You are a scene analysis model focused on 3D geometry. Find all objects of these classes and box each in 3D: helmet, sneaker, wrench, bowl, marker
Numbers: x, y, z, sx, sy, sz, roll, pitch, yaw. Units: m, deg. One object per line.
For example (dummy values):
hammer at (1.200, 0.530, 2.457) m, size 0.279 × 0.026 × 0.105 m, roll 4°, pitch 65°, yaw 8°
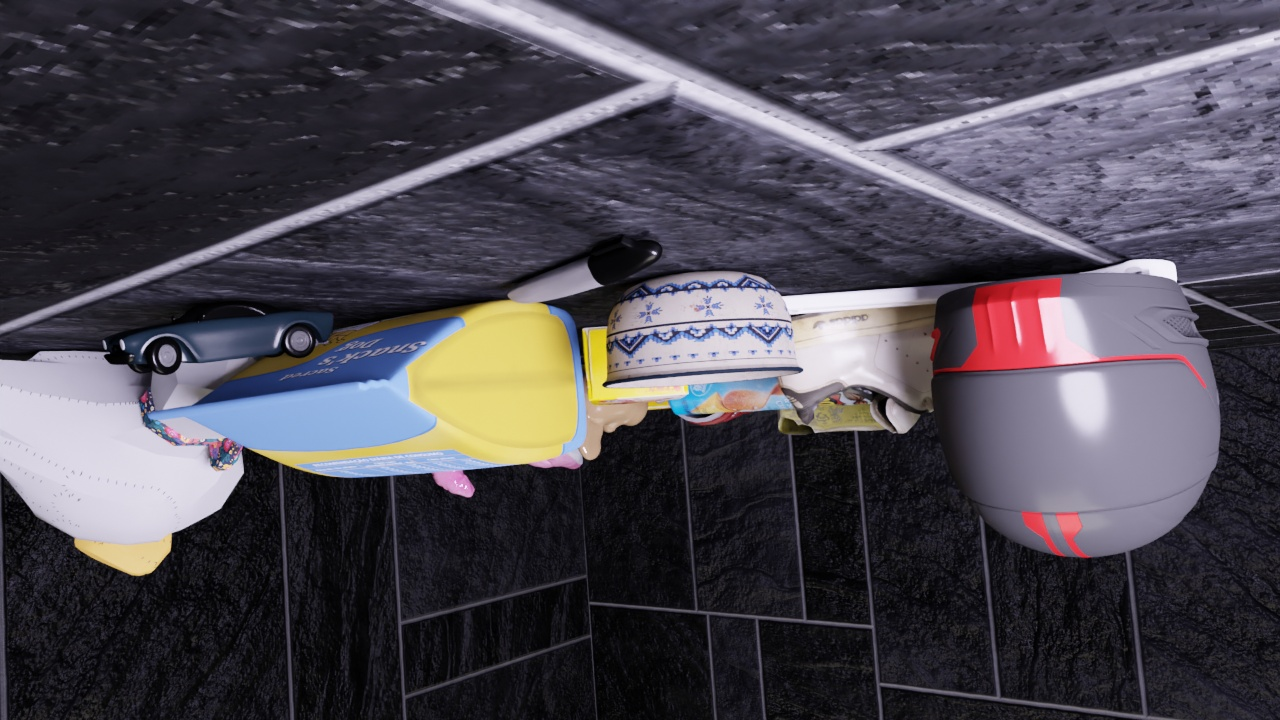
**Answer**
helmet at (0.283, 0.043, 0.602) m, size 0.165 × 0.170 × 0.264 m, roll -5°, pitch 175°, yaw 36°
sneaker at (0.223, 0.003, 0.714) m, size 0.241 × 0.102 × 0.089 m, roll -5°, pitch 176°, yaw -2°
wrench at (0.218, -0.046, 0.630) m, size 0.273 × 0.018 × 0.066 m, roll -4°, pitch 176°, yaw 9°
bowl at (0.033, -0.018, 0.531) m, size 0.115 × 0.059 × 0.115 m, roll -4°, pitch 176°, yaw 0°
marker at (-0.034, -0.043, 0.451) m, size 0.022 × 0.016 × 0.139 m, roll 34°, pitch 157°, yaw -27°

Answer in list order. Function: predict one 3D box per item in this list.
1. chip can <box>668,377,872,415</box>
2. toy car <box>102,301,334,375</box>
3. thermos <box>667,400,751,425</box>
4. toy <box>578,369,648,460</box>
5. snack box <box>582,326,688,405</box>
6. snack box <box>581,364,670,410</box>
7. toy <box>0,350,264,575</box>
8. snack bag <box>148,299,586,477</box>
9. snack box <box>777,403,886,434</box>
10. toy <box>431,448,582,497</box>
chip can at (0.141, 0.007, 0.854) m, size 0.230 × 0.080 × 0.079 m, roll -5°, pitch 176°, yaw 16°
toy car at (-0.221, -0.014, 0.488) m, size 0.046 × 0.034 × 0.111 m, roll 1°, pitch -172°, yaw 45°
thermos at (0.084, 0.023, 1.070) m, size 0.108 × 0.084 × 0.198 m, roll 30°, pitch -171°, yaw 18°
toy at (-0.020, 0.028, 0.959) m, size 0.108 × 0.134 × 0.105 m, roll -34°, pitch 140°, yaw 21°
snack box at (-0.005, 0.005, 0.786) m, size 0.083 × 0.061 × 0.106 m, roll -4°, pitch 176°, yaw -1°
snack box at (-0.056, 0.038, 1.186) m, size 0.229 × 0.061 × 0.110 m, roll -2°, pitch 176°, yaw -36°
toy at (-0.350, 0.050, 0.644) m, size 0.246 × 0.140 × 0.268 m, roll 16°, pitch 142°, yaw -24°
snack bag at (-0.149, 0.020, 0.545) m, size 0.159 × 0.102 × 0.205 m, roll -8°, pitch 177°, yaw 27°
snack box at (0.207, 0.037, 0.949) m, size 0.121 × 0.045 × 0.180 m, roll -3°, pitch -174°, yaw 16°
toy at (-0.198, 0.094, 1.076) m, size 0.266 × 0.127 × 0.187 m, roll 14°, pitch 162°, yaw 19°
